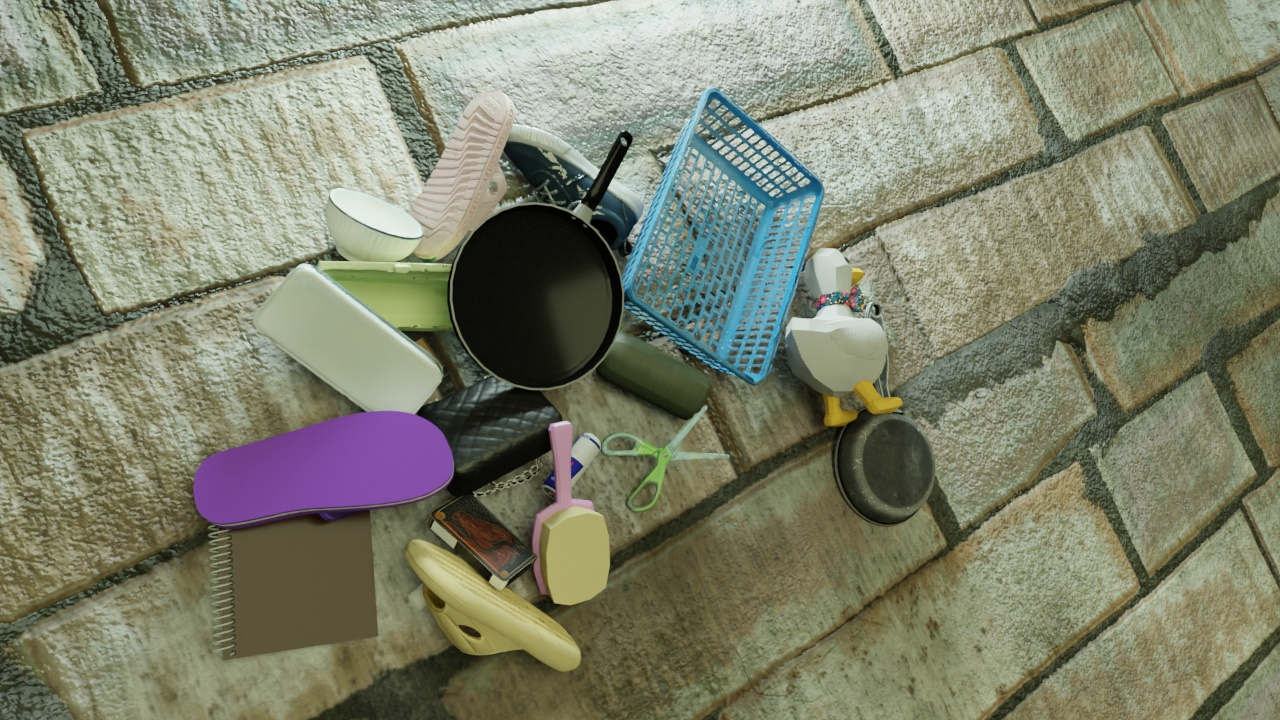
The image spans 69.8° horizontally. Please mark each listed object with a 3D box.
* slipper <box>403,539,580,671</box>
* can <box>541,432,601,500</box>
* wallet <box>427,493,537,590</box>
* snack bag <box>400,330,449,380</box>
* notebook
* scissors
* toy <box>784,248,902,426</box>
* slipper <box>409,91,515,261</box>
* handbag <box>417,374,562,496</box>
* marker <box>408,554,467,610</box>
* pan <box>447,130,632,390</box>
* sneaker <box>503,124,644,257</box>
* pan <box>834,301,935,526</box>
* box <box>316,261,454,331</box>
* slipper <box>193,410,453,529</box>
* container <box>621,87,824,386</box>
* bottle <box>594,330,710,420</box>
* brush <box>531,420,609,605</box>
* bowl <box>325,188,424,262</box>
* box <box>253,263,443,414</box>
[{"bbox_3d":[-0.177,0.302,1.050,0.261,0.111,0.079,40,84,-29],"label":"slipper"},{"bbox_3d":[-0.088,0.137,1.185,0.032,0.032,0.095,43,63,-10],"label":"can"},{"bbox_3d":[-0.187,0.211,1.087,0.123,0.019,0.072,39,36,15],"label":"wallet"},{"bbox_3d":[-0.307,-0.024,1.128,0.074,0.018,0.155,-38,95,-28],"label":"snack bag"},{"bbox_3d":[-0.388,0.214,1.026,0.171,0.022,0.209,-1,77,-28],"label":"notebook"},{"bbox_3d":[0.028,0.122,1.222,0.160,0.025,0.171,37,84,7],"label":"scissors"},{"bbox_3d":[0.285,-0.040,1.351,0.246,0.141,0.267,-6,79,-52],"label":"toy"},{"bbox_3d":[-0.218,-0.230,1.181,0.064,0.094,0.239,37,72,-56],"label":"slipper"},{"bbox_3d":[-0.191,0.090,1.132,0.153,0.115,0.125,-28,66,-26],"label":"handbag"},{"bbox_3d":[-0.219,0.245,1.099,0.027,0.023,0.132,44,60,15],"label":"marker"},{"bbox_3d":[-0.097,-0.134,1.131,0.225,0.034,0.355,33,75,-25],"label":"pan"},{"bbox_3d":[-0.100,-0.228,1.248,0.235,0.089,0.087,31,70,-20],"label":"sneaker"},{"bbox_3d":[0.380,0.077,1.426,0.187,0.055,0.356,6,78,-24],"label":"pan"},{"bbox_3d":[-0.294,-0.073,1.102,0.187,0.091,0.083,-1,92,-23],"label":"box"},{"bbox_3d":[-0.343,0.130,1.022,0.266,0.084,0.107,-10,69,-12],"label":"slipper"},{"bbox_3d":[0.109,-0.169,1.310,0.257,0.089,0.361,34,64,-27],"label":"container"},{"bbox_3d":[-0.007,0.007,1.236,0.206,0.072,0.071,28,66,-17],"label":"bottle"},{"bbox_3d":[-0.086,0.187,1.112,0.089,0.043,0.229,-10,109,-28],"label":"brush"},{"bbox_3d":[-0.330,-0.153,1.114,0.118,0.118,0.062,23,110,-19],"label":"bowl"},{"bbox_3d":[-0.325,-0.014,1.030,0.215,0.123,0.083,39,34,-16],"label":"box"}]
